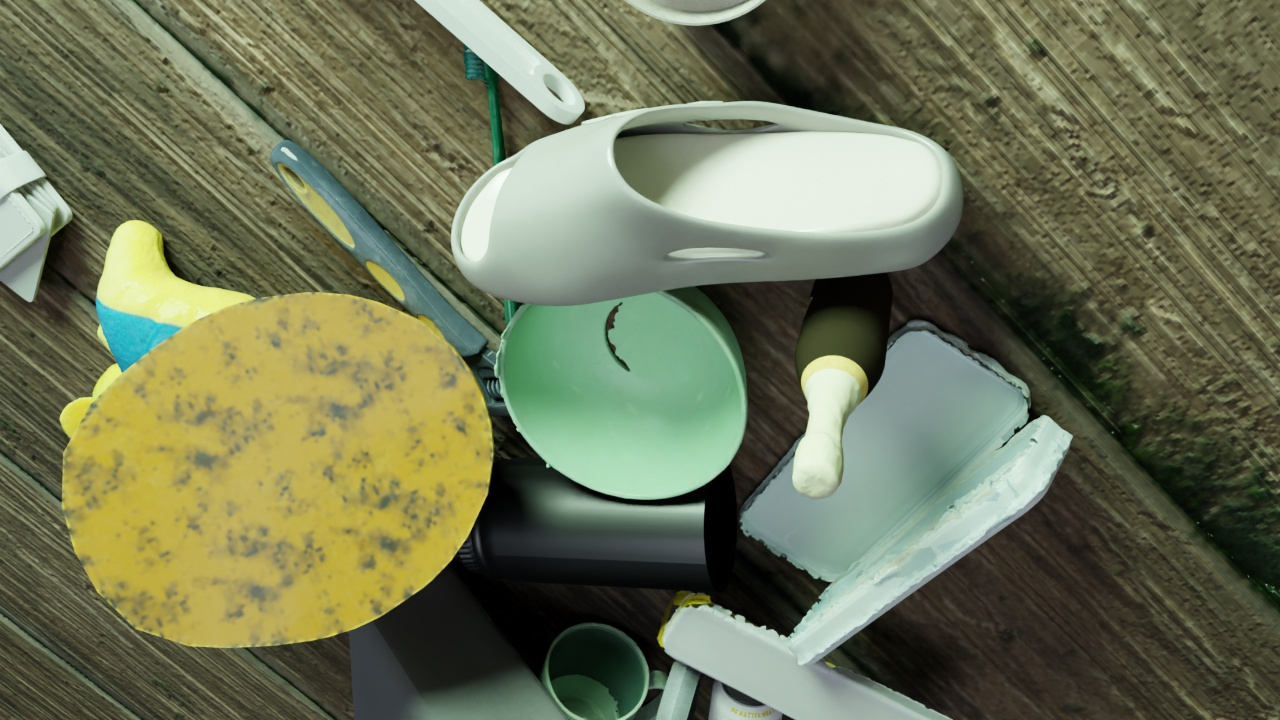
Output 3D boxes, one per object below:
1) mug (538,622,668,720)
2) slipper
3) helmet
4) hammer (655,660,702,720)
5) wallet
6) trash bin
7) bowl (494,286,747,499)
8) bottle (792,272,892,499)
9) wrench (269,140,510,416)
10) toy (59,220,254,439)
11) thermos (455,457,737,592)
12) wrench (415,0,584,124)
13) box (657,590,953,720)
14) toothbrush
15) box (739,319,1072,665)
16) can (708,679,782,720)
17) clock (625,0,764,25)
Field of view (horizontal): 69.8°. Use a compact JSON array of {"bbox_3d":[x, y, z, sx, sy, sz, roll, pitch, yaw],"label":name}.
[{"bbox_3d":[-0.030,0.273,0.733,0.111,0.084,0.104,3,133,-17],"label":"mug"},{"bbox_3d":[0.022,-0.092,0.458,0.266,0.112,0.081,1,151,15],"label":"slipper"},{"bbox_3d":[-0.213,0.064,0.601,0.255,0.131,0.205,-20,92,1],"label":"helmet"},{"bbox_3d":[0.026,0.363,0.753,0.025,0.117,0.334,12,128,14],"label":"hammer"},{"bbox_3d":[-0.469,-0.103,0.672,0.119,0.037,0.115,-21,111,32],"label":"wallet"},{"bbox_3d":[-0.133,0.299,0.703,0.220,0.097,0.192,39,134,38],"label":"trash bin"},{"bbox_3d":[-0.003,0.003,0.554,0.151,0.076,0.151,8,122,14],"label":"bowl"},{"bbox_3d":[0.098,0.006,0.456,0.045,0.184,0.045,9,122,14],"label":"bottle"},{"bbox_3d":[-0.139,-0.036,0.603,0.273,0.022,0.074,48,140,-10],"label":"wrench"},{"bbox_3d":[-0.350,0.022,0.681,0.149,0.083,0.214,30,122,1],"label":"toy"},{"bbox_3d":[-0.041,0.109,0.625,0.199,0.085,0.086,-2,119,20],"label":"thermos"},{"bbox_3d":[-0.135,-0.223,0.476,0.273,0.086,0.018,38,125,-18],"label":"wrench"},{"bbox_3d":[0.112,0.224,0.637,0.210,0.057,0.117,28,165,2],"label":"box"},{"bbox_3d":[-0.087,-0.098,0.557,0.017,0.016,0.190,6,121,13],"label":"toothbrush"},{"bbox_3d":[0.135,0.074,0.559,0.127,0.106,0.216,49,126,14],"label":"box"},{"bbox_3d":[0.079,0.281,0.708,0.055,0.054,0.102,11,123,12],"label":"can"},{"bbox_3d":[0.021,-0.231,0.406,0.103,0.061,0.157,-4,134,22],"label":"clock"}]
